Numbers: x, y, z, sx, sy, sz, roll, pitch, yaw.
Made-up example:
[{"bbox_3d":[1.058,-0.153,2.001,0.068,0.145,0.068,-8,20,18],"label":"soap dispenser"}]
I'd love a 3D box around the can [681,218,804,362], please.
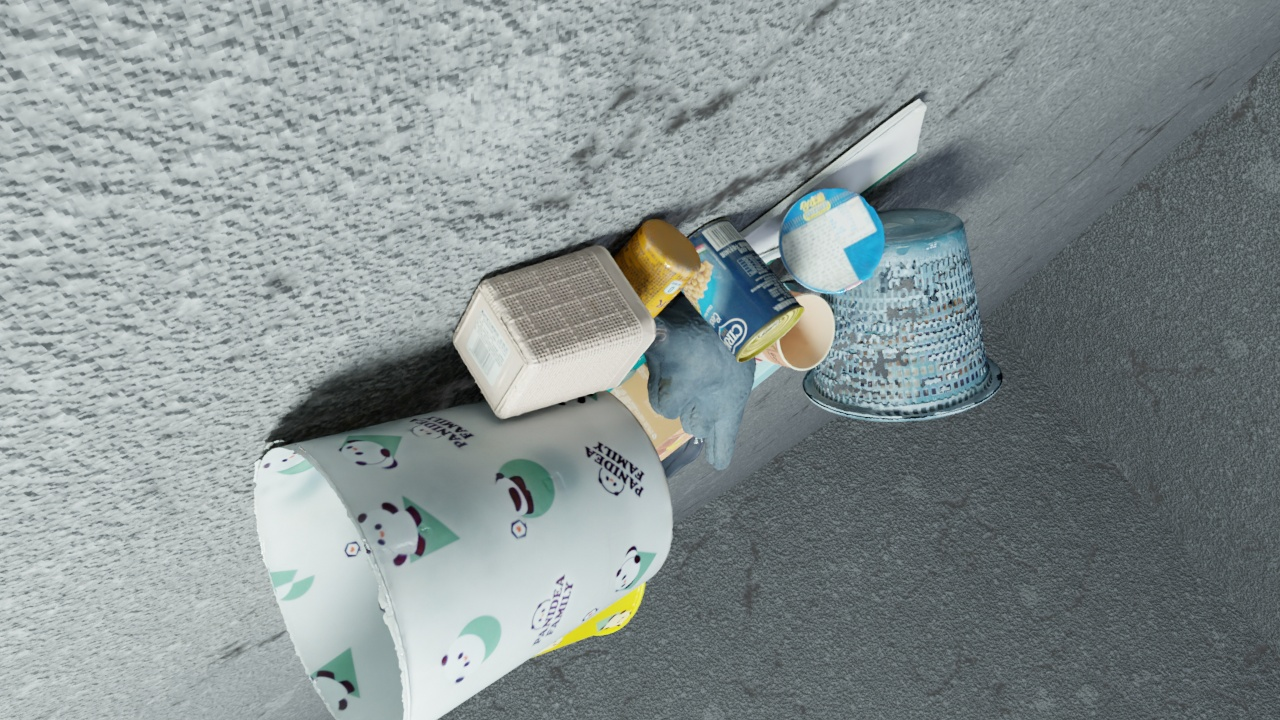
[{"bbox_3d":[0.083,-0.064,0.825,0.075,0.111,0.075,-35,165,-11],"label":"can"}]

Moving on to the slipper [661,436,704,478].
[{"bbox_3d":[0.029,0.095,1.268,0.269,0.083,0.110,136,-28,-73],"label":"slipper"}]

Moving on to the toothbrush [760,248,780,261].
[{"bbox_3d":[0.142,-0.108,0.966,0.179,0.016,0.016,-26,171,-36],"label":"toothbrush"}]

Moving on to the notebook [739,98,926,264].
[{"bbox_3d":[0.197,-0.171,0.936,0.209,0.012,0.150,-37,167,8],"label":"notebook"}]

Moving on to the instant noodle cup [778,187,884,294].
[{"bbox_3d":[0.194,-0.118,0.904,0.099,0.099,0.109,-41,175,20],"label":"instant noodle cup"}]

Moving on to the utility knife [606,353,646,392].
[{"bbox_3d":[-0.006,0.006,1.035,0.175,0.013,0.029,-41,166,19],"label":"utility knife"}]

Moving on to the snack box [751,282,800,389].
[{"bbox_3d":[0.150,-0.018,1.189,0.175,0.074,0.051,-41,164,19],"label":"snack box"}]

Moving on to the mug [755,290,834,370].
[{"bbox_3d":[0.141,-0.051,1.008,0.081,0.114,0.106,-41,-151,-20],"label":"mug"}]

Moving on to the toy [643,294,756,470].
[{"bbox_3d":[0.056,0.005,0.955,0.137,0.091,0.356,-58,146,-10],"label":"toy"}]

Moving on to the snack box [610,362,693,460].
[{"bbox_3d":[0.012,0.064,1.101,0.077,0.092,0.094,-38,165,9],"label":"snack box"}]

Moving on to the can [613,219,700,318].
[{"bbox_3d":[-0.016,-0.048,0.754,0.146,0.058,0.058,-45,163,32],"label":"can"}]

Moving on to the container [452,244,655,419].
[{"bbox_3d":[-0.067,-0.019,0.677,0.110,0.090,0.090,-19,159,-39],"label":"container"}]

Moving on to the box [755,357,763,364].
[{"bbox_3d":[0.103,-0.034,1.089,0.163,0.076,0.086,-30,126,-18],"label":"box"}]

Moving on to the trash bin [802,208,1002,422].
[{"bbox_3d":[0.293,-0.064,1.051,0.226,0.195,0.226,-8,-159,3],"label":"trash bin"}]

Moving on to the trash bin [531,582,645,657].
[{"bbox_3d":[-0.161,0.250,1.069,0.254,0.229,0.230,-11,152,-48],"label":"trash bin"}]

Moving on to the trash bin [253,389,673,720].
[{"bbox_3d":[-0.126,0.135,0.704,0.251,0.229,0.230,-18,157,-39],"label":"trash bin"}]
